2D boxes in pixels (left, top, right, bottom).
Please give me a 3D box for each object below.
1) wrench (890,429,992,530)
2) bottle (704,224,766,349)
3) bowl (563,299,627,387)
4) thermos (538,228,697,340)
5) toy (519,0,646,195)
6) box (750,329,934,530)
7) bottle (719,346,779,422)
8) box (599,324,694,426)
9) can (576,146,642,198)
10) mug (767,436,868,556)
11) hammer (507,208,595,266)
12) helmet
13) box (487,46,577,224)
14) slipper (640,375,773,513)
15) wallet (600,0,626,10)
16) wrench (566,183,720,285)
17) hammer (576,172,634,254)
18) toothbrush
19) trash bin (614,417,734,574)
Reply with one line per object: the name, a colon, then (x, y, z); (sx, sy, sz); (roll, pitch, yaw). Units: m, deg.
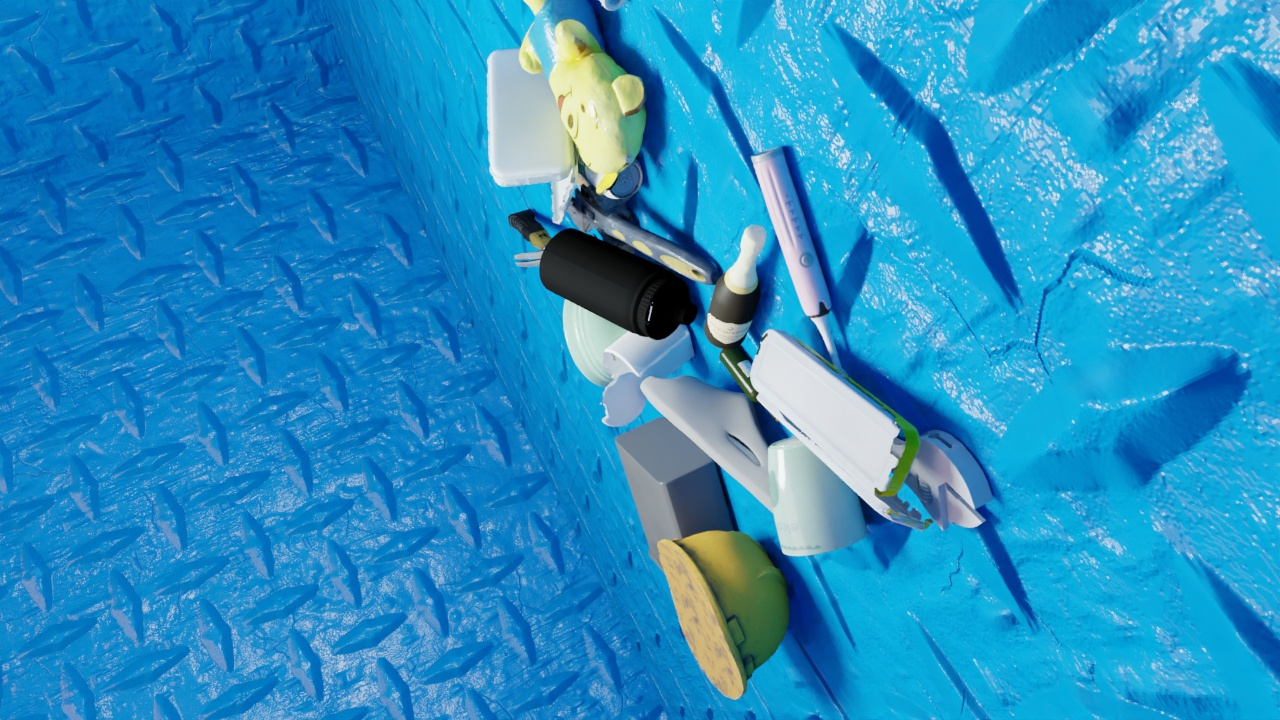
wrench: (0.200, 0.061, 0.793); (0.273, 0.018, 0.087); (42, 153, 58)
bottle: (0.095, -0.071, 0.881); (0.045, 0.045, 0.185); (59, 164, 21)
bowl: (-0.029, -0.044, 1.219); (0.077, 0.150, 0.151); (-13, 106, 31)
thermos: (-0.024, -0.088, 1.107); (0.199, 0.086, 0.086); (28, 145, 35)
toy: (-0.057, -0.298, 0.975); (0.214, 0.084, 0.149); (59, 165, 14)
box: (0.163, 0.058, 0.779); (0.210, 0.057, 0.117); (46, 162, 54)
bottle: (0.121, 0.026, 0.985); (0.106, 0.025, 0.025); (56, 162, 32)
box: (-0.006, 0.008, 1.128); (0.092, 0.165, 0.083); (36, 154, 36)
can: (-0.040, -0.228, 1.074); (0.101, 0.055, 0.055); (47, 157, 49)
mug: (0.162, 0.126, 0.897); (0.111, 0.084, 0.104); (162, 93, -81)
hammer: (-0.167, -0.201, 1.472); (0.333, 0.117, 0.025); (-135, 29, -65)
helmet: (0.127, 0.312, 1.204); (0.205, 0.131, 0.256); (52, 161, 42)
box: (-0.119, -0.262, 1.104); (0.127, 0.106, 0.214); (76, -172, -61)
slipper: (0.119, 0.089, 1.028); (0.266, 0.080, 0.113); (41, 176, 26)
wallet: (-0.050, -0.413, 0.863); (0.115, 0.037, 0.119); (59, 167, 23)
wrench: (-0.011, -0.144, 1.051); (0.273, 0.022, 0.073); (33, 155, 38)
hammer: (-0.094, -0.262, 1.233); (0.318, 0.049, 0.122); (56, 165, 37)
toothbrush: (0.141, -0.070, 0.769); (0.026, 0.027, 0.222); (-114, 2, -76)
trash bin: (0.060, 0.222, 1.363); (0.192, 0.097, 0.220); (36, 146, 61)
